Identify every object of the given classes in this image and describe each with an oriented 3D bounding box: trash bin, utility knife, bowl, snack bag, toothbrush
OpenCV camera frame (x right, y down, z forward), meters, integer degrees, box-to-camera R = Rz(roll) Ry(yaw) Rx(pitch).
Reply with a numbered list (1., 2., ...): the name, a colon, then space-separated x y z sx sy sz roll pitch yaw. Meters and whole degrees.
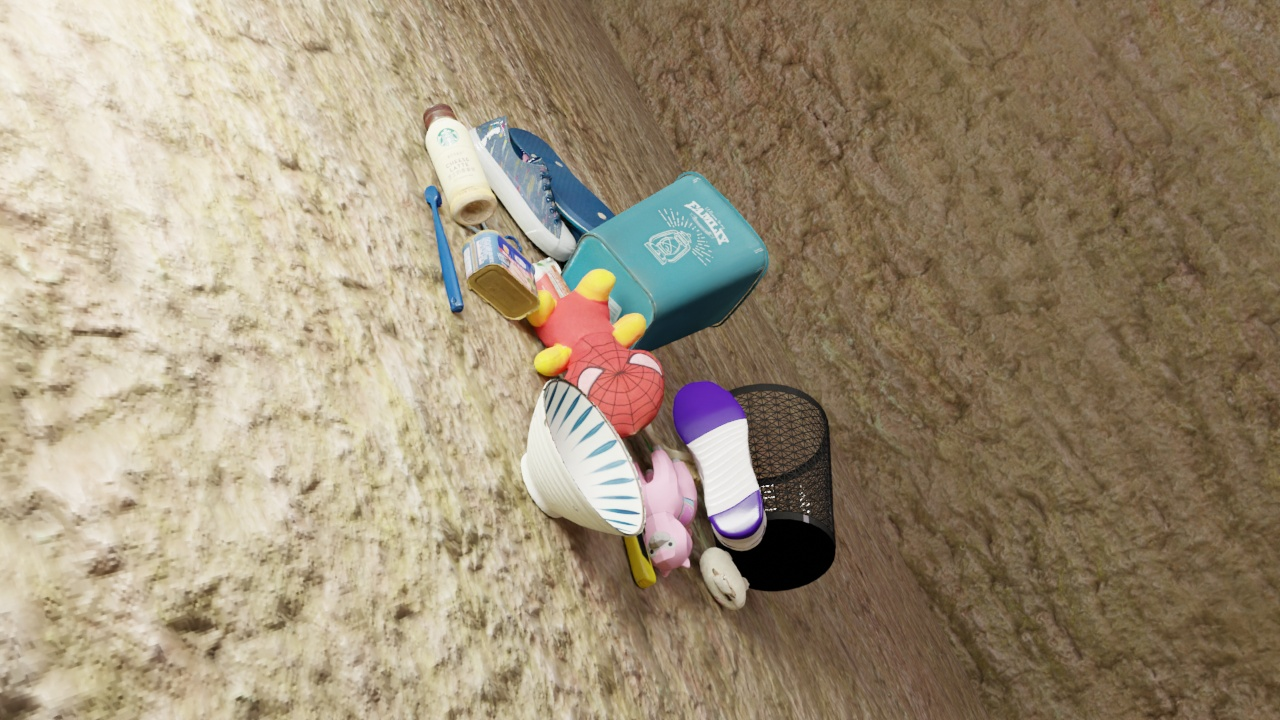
1. trash bin: 0.020 -0.120 1.287 0.218 0.200 0.196 -30 74 -40
2. trash bin: 0.191 0.196 1.373 0.217 0.217 0.242 49 25 -32
3. utility knife: -0.018 0.174 1.081 0.029 0.020 0.202 44 20 -48
4. bowl: -0.071 0.111 0.926 0.177 0.071 0.177 53 16 -23
5. snack bag: -0.112 -0.077 1.216 0.116 0.036 0.077 58 14 -2
6. toothbrush: -0.216 -0.126 1.016 0.017 0.016 0.189 50 17 -54

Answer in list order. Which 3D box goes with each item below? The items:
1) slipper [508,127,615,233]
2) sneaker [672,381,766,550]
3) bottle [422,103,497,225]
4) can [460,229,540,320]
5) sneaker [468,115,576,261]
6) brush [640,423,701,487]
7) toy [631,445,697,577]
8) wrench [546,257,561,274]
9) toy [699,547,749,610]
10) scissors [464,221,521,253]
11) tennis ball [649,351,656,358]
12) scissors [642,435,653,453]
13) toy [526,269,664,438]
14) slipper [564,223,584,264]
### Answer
1. slipper: -0.133 -0.264 1.443 0.118 0.060 0.295 5 39 -52
2. sneaker: 0.112 0.143 1.215 0.111 0.092 0.243 68 6 -53
3. bottle: -0.227 -0.244 1.128 0.056 0.057 0.162 29 33 -62
4. can: -0.162 -0.098 1.066 0.100 0.054 0.059 43 25 -45
5. sneaker: -0.154 -0.241 1.299 0.235 0.079 0.087 50 12 -29
6. brush: 0.000 0.074 1.228 0.272 0.062 0.077 54 23 -22
7. toy: 0.031 0.187 1.123 0.123 0.067 0.157 40 29 -55
8. wrench: -0.060 -0.040 1.364 0.273 0.009 0.047 55 16 -17
9. toy: 0.110 0.288 1.209 0.087 0.050 0.112 60 19 4
10. scissors: -0.184 -0.150 1.175 0.127 0.014 0.133 58 19 10
11. tennis ball: -0.008 0.008 1.331 0.065 0.065 0.065 53 17 -23
12. scissors: -0.005 0.087 1.297 0.125 0.011 0.131 62 15 4
13. toy: -0.052 0.000 1.110 0.099 0.147 0.216 89 -24 -67
14. slipper: -0.075 -0.145 1.418 0.104 0.059 0.213 42 20 -46
